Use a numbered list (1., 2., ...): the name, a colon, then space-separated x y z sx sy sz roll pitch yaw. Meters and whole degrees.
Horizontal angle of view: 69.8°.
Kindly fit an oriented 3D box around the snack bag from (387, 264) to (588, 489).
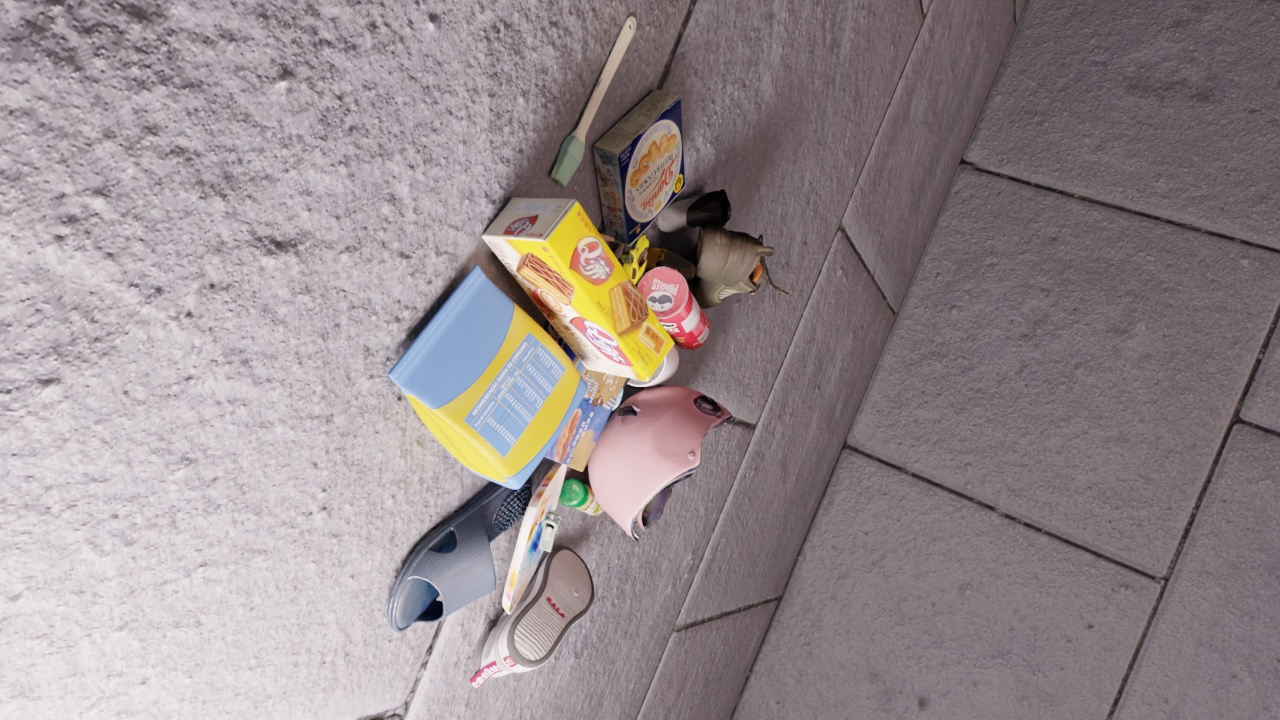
1. snack bag: -0.170 0.020 1.005 0.158 0.102 0.205 -56 137 -23

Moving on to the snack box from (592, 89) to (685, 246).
1. snack box: 0.002 -0.247 1.177 0.144 0.043 0.145 -50 150 -32

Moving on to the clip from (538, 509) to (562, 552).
1. clip: -0.125 0.236 1.246 0.078 0.023 0.049 103 5 -63

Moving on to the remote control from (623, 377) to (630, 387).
1. remote control: -0.008 0.007 1.274 0.140 0.009 0.030 -51 -163 47

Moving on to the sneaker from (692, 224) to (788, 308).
1. sneaker: 0.154 -0.143 1.401 0.238 0.143 0.101 89 5 -78

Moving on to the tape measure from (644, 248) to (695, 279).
1. tape measure: 0.037 -0.140 1.313 0.065 0.064 0.037 20 84 -33

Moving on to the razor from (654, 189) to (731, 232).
1. razor: 0.076 -0.215 1.345 0.155 0.060 0.057 -15 113 -37

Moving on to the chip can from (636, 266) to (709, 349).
1. chip can: 0.054 -0.071 1.355 0.073 0.073 0.233 -65 164 -4

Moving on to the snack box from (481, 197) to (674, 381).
1. snack box: -0.064 -0.076 1.021 0.061 0.110 0.230 -56 132 -23

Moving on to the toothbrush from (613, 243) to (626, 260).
1. toothbrush: -0.025 -0.150 1.237 0.181 0.016 0.018 -59 160 -18

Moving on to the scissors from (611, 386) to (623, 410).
1. scissors: -0.054 0.057 1.326 0.141 0.013 0.114 119 -26 -46

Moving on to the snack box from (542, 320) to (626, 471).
1. snack box: -0.088 0.030 1.195 0.202 0.069 0.155 -65 156 -6

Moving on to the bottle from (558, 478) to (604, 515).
1. bottle: -0.086 0.208 1.383 0.043 0.043 0.111 -63 156 -9

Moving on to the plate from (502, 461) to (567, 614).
1. plate: -0.145 0.234 1.251 0.186 0.016 0.187 -59 166 -71

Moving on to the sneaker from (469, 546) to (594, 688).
1. sneaker: -0.156 0.372 1.335 0.129 0.097 0.262 -39 -174 28

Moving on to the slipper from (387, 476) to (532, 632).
1. slipper: -0.200 0.235 1.130 0.262 0.082 0.101 -45 146 -41

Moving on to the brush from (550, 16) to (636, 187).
1. brush: -0.051 -0.302 1.061 0.217 0.012 0.033 -66 155 -6

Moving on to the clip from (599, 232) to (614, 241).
1. clip: -0.060 -0.145 1.163 0.060 0.024 0.039 1 107 -53

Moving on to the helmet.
1. helmet: 0.016 0.133 1.377 0.254 0.152 0.231 -44 168 -50

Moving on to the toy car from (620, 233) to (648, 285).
1. toy car: -0.011 -0.128 1.241 0.048 0.030 0.107 -55 169 -38

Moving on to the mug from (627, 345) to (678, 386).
1. mug: 0.010 -0.018 1.362 0.087 0.081 0.114 3 76 -71
